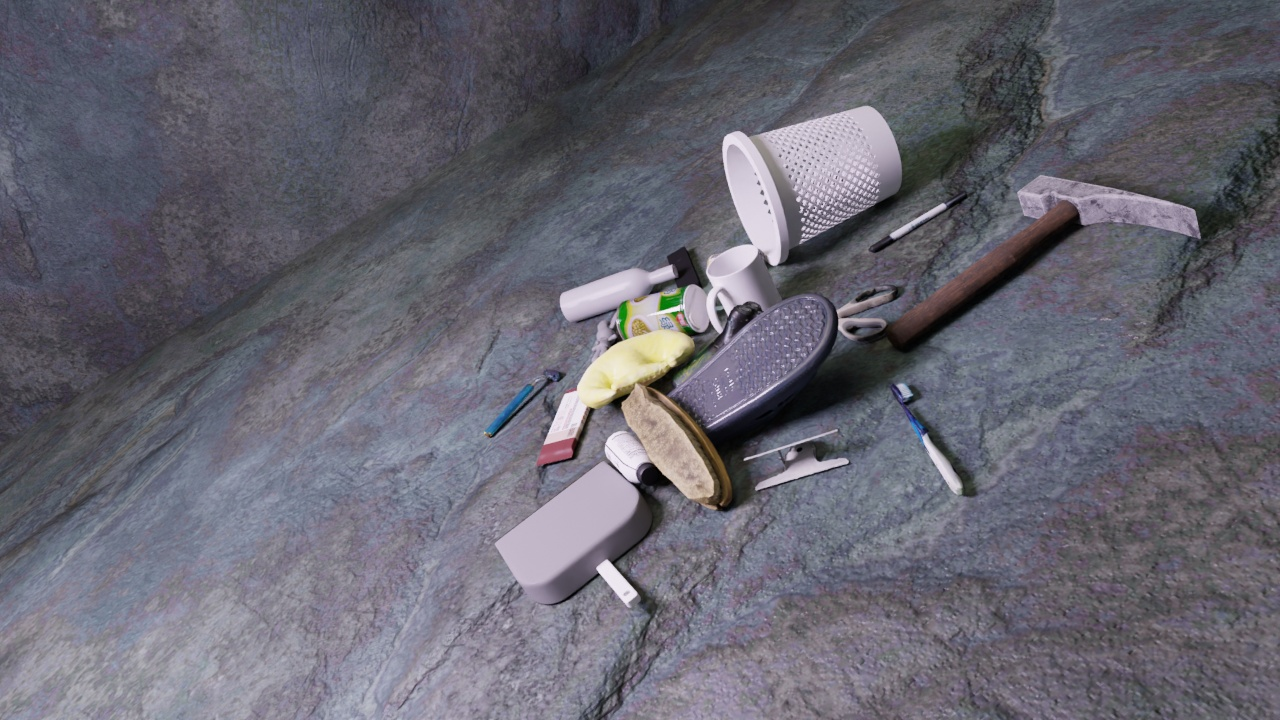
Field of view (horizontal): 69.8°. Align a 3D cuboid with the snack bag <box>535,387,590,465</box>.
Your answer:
[{"bbox_3d":[-0.096,0.083,1.234,0.057,0.013,0.157,-15,31,23],"label":"snack bag"}]

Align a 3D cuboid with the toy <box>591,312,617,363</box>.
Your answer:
[{"bbox_3d":[-0.051,-0.035,1.368,0.049,0.030,0.111,-31,29,32],"label":"toy"}]

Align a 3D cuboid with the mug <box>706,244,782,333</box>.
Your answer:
[{"bbox_3d":[0.128,-0.083,1.206,0.074,0.090,0.110,6,45,49],"label":"mug"}]

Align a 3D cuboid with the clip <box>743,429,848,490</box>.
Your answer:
[{"bbox_3d":[0.161,0.099,0.946,0.102,0.052,0.057,-19,58,19],"label":"clip"}]

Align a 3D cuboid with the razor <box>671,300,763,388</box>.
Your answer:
[{"bbox_3d":[0.098,-0.016,1.155,0.151,0.067,0.054,-38,39,3],"label":"razor"}]

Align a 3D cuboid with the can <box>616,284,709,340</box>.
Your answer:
[{"bbox_3d":[0.032,-0.063,1.291,0.121,0.067,0.067,-10,34,34],"label":"can"}]

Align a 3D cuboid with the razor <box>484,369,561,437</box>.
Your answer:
[{"bbox_3d":[-0.177,0.059,1.345,0.143,0.022,0.042,-45,30,-25],"label":"razor"}]

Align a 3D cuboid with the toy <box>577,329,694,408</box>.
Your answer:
[{"bbox_3d":[-0.007,0.007,1.212,0.170,0.064,0.155,-29,16,-5],"label":"toy"}]

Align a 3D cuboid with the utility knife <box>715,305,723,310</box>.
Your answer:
[{"bbox_3d":[0.047,-0.066,1.337,0.179,0.015,0.022,-5,37,42],"label":"utility knife"}]

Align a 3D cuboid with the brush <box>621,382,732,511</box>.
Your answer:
[{"bbox_3d":[0.036,0.090,1.003,0.059,0.043,0.195,-52,47,15],"label":"brush"}]

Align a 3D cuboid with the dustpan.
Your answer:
[{"bbox_3d":[-0.057,0.201,0.990,0.163,0.033,0.258,-37,19,-11],"label":"dustpan"}]

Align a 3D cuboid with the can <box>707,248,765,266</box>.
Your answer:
[{"bbox_3d":[0.141,-0.142,1.347,0.080,0.038,0.038,-5,37,40],"label":"can"}]

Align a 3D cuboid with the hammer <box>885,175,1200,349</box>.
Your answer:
[{"bbox_3d":[0.416,-0.096,1.006,0.300,0.037,0.218,-35,28,-7],"label":"hammer"}]

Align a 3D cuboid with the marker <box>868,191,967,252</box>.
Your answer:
[{"bbox_3d":[0.370,-0.184,1.224,0.152,0.011,0.011,-31,28,-2],"label":"marker"}]

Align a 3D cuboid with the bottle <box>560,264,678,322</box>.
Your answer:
[{"bbox_3d":[-0.032,-0.112,1.450,0.196,0.052,0.052,-17,31,25],"label":"bottle"}]

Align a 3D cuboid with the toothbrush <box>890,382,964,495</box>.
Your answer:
[{"bbox_3d":[0.278,0.071,0.888,0.017,0.016,0.188,-17,29,5],"label":"toothbrush"}]

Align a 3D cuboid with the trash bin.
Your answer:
[{"bbox_3d":[0.248,-0.263,1.307,0.199,0.195,0.195,-22,27,-4],"label":"trash bin"}]

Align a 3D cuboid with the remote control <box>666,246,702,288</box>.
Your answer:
[{"bbox_3d":[0.068,-0.140,1.441,0.034,0.013,0.149,-30,27,9],"label":"remote control"}]

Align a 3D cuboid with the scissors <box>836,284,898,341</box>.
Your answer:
[{"bbox_3d":[0.244,-0.051,1.122,0.157,0.012,0.166,-31,27,-5],"label":"scissors"}]

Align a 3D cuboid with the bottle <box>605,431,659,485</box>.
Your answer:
[{"bbox_3d":[-0.007,0.114,1.047,0.041,0.041,0.116,-35,19,-8],"label":"bottle"}]

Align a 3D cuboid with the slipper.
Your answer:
[{"bbox_3d":[0.126,0.036,1.040,0.269,0.083,0.110,-38,39,23],"label":"slipper"}]
